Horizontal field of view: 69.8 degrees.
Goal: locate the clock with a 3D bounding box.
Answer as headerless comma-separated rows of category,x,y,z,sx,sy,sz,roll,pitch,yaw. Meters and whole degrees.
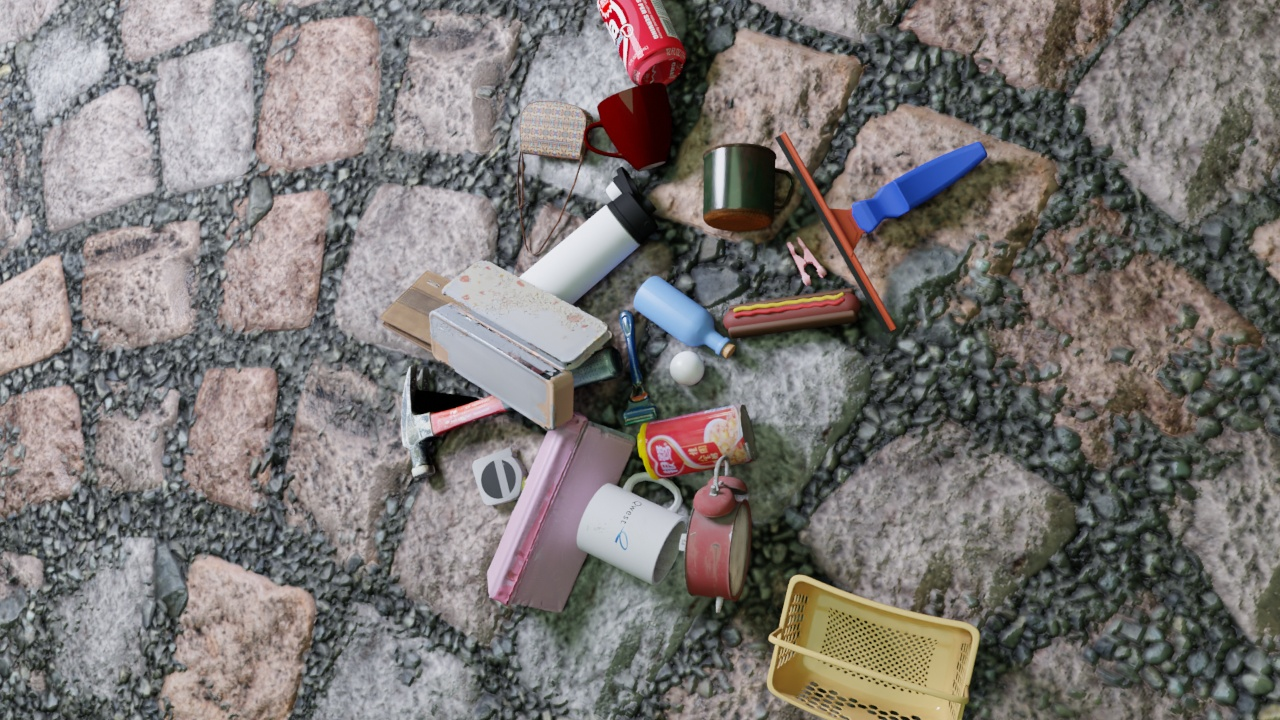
clock,0.079,0.181,0.990,0.062,0.109,0.157,4,98,19

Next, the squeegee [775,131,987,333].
squeegee,0.292,-0.184,1.011,0.185,0.055,0.249,-30,91,13

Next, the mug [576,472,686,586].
mug,0.000,0.182,1.047,0.096,0.083,0.119,22,61,21

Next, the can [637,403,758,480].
can,0.065,0.092,1.038,0.124,0.066,0.066,-13,77,17

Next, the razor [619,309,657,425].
razor,-0.007,0.006,1.103,0.044,0.018,0.140,-13,74,17

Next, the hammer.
hammer,-0.164,0.039,1.111,0.327,0.036,0.140,-19,75,28

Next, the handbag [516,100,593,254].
handbag,-0.116,-0.232,1.177,0.093,0.043,0.196,10,93,16

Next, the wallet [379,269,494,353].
wallet,-0.261,-0.060,1.180,0.121,0.027,0.098,26,61,23

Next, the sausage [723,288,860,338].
sausage,0.170,-0.053,1.040,0.156,0.040,0.040,-7,79,18

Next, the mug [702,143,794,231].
mug,0.127,-0.196,1.062,0.111,0.085,0.081,4,83,-16

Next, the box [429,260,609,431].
box,-0.142,-0.022,1.064,0.217,0.095,0.115,29,128,31

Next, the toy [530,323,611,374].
toy,-0.088,-0.006,1.120,0.112,0.050,0.087,-46,71,13

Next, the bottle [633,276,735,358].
bottle,0.055,-0.045,1.073,0.131,0.048,0.048,37,94,20

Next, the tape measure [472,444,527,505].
tape measure,-0.172,0.144,1.139,0.064,0.016,0.065,-21,75,15

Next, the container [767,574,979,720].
container,0.224,0.295,0.898,0.183,0.167,0.129,13,86,20

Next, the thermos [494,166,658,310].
thermos,-0.083,-0.130,1.129,0.230,0.068,0.101,-39,58,8

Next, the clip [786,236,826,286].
clip,0.193,-0.116,1.052,0.044,0.023,0.060,-10,80,13

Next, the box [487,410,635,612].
box,-0.090,0.180,1.084,0.107,0.099,0.232,23,88,-12

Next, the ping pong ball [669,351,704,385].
ping pong ball,0.054,0.009,1.069,0.040,0.040,0.040,-3,80,18

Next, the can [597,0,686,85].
can,0.000,-0.412,1.136,0.074,0.074,0.142,-27,74,13

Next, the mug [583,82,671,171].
mug,-0.012,-0.275,1.115,0.114,0.087,0.088,-17,94,-1
